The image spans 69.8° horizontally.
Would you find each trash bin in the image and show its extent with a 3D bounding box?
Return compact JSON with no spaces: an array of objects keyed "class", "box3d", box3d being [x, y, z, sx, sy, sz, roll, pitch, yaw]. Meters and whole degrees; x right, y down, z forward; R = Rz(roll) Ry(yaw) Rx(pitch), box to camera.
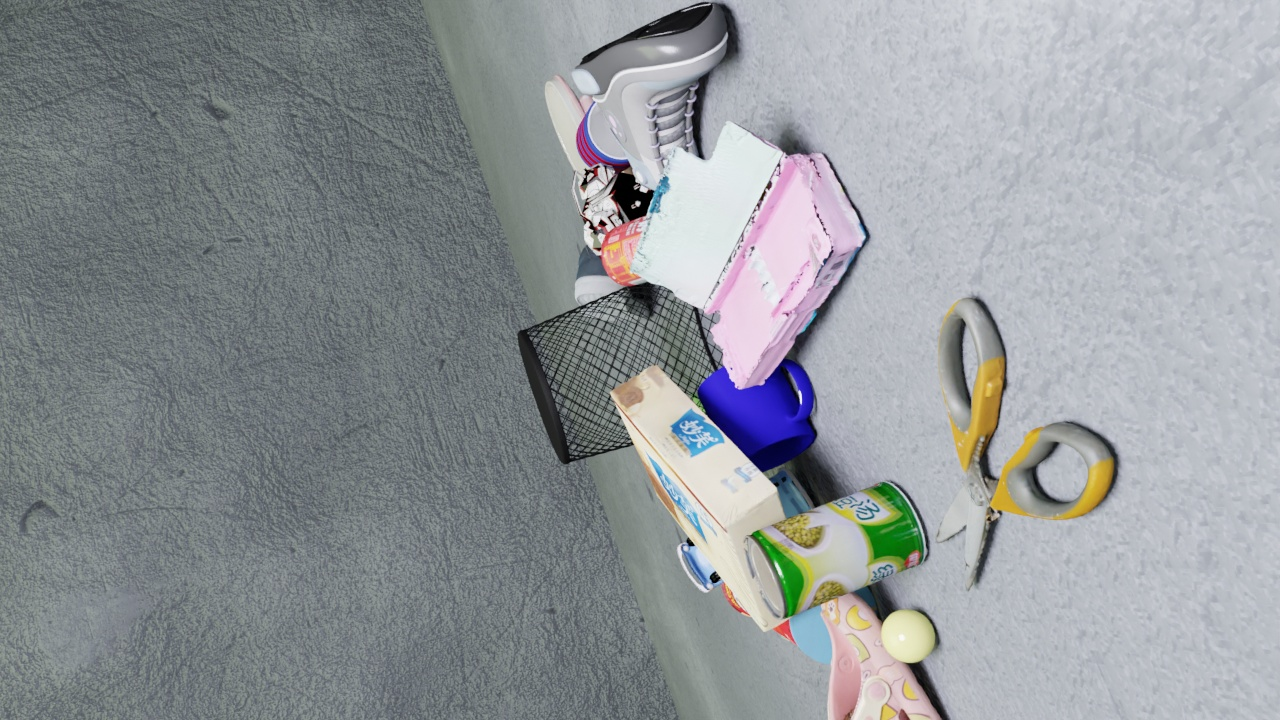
[{"class":"trash bin","box3d":[-0.006,0.006,0.956,0.184,0.210,0.184,160,91,-79]}]

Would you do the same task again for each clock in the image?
[{"class":"clock","box3d":[-0.015,-0.154,0.980,0.154,0.065,0.114,26,-133,-46]}]

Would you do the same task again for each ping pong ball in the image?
[{"class":"ping pong ball","box3d":[0.207,0.213,0.711,0.040,0.040,0.040,160,91,-79]}]

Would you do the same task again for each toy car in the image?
[{"class":"toy car","box3d":[0.106,0.169,0.912,0.056,0.154,0.054,57,-158,20]}]

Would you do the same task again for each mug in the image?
[{"class":"mug","box3d":[0.112,0.042,0.824,0.112,0.079,0.083,-49,56,45]},{"class":"mug","box3d":[-0.026,-0.265,1.000,0.076,0.075,0.112,-174,91,-78]}]

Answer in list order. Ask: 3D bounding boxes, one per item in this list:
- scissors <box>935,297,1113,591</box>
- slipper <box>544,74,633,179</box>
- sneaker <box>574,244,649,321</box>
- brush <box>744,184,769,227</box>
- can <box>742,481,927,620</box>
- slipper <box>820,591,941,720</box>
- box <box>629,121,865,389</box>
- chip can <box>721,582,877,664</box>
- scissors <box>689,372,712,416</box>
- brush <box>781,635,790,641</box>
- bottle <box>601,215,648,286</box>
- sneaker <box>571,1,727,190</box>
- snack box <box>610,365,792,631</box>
[{"class":"scissors","box3d":[0.209,0.076,0.533,0.175,0.016,0.225,-123,18,-53]},{"class":"slipper","box3d":[-0.030,-0.220,1.101,0.274,0.054,0.114,60,167,-7]},{"class":"sneaker","box3d":[-0.038,-0.105,1.222,0.235,0.089,0.087,52,-140,-80]},{"class":"brush","box3d":[0.108,-0.082,0.758,0.048,0.017,0.126,-141,34,-70]},{"class":"can","box3d":[0.144,0.140,0.683,0.067,0.121,0.067,161,91,-79]},{"class":"slipper","box3d":[0.190,0.285,0.764,0.197,0.081,0.093,62,173,-1]},{"class":"box","box3d":[0.078,-0.085,0.711,0.161,0.061,0.231,48,154,13]},{"class":"chip can","box3d":[0.150,0.232,0.910,0.213,0.087,0.087,164,87,-78]},{"class":"scissors","box3d":[0.095,0.083,1.113,0.171,0.021,0.173,-131,27,-52]},{"class":"brush","box3d":[0.188,0.300,1.036,0.218,0.012,0.033,114,137,-72]},{"class":"bottle","box3d":[0.028,-0.114,0.873,0.138,0.061,0.062,-12,98,42]},{"class":"sneaker","box3d":[0.027,-0.210,0.797,0.160,0.093,0.257,66,170,-19]},{"class":"snack box","box3d":[0.060,0.117,0.812,0.207,0.055,0.153,46,164,49]}]
